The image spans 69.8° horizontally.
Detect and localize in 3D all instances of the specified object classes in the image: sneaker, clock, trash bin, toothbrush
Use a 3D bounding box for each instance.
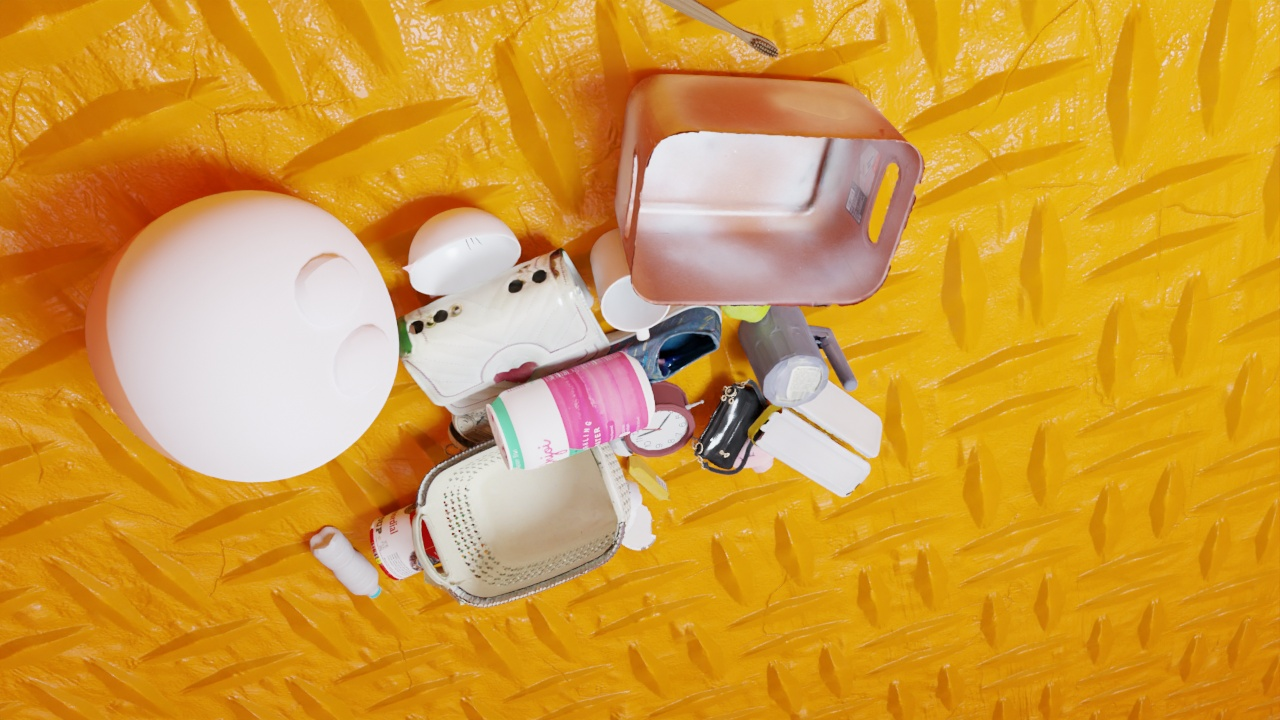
[{"bbox_3d":[-0.006,0.006,1.068,0.236,0.079,0.087,-26,130,10],"label":"sneaker"},{"bbox_3d":[-0.193,0.071,1.101,0.093,0.054,0.141,27,118,-30],"label":"clock"},{"bbox_3d":[0.108,-0.169,0.893,0.259,0.157,0.182,-2,130,-12],"label":"trash bin"},{"bbox_3d":[0.060,-0.319,0.848,0.166,0.016,0.016,19,122,-25],"label":"toothbrush"},{"bbox_3d":[0.008,0.077,1.152,0.137,0.048,0.096,-8,131,-7],"label":"clock"}]

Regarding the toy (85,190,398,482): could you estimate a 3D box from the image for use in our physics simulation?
[{"bbox_3d":[-0.370,-0.024,0.859,0.281,0.264,0.263,-2,120,27],"label":"toy"}]

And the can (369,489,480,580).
[{"bbox_3d":[-0.278,0.224,1.190,0.116,0.086,0.087,-24,131,8],"label":"can"}]

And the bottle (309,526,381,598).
[{"bbox_3d":[-0.393,0.278,1.241,0.044,0.044,0.136,-20,131,5],"label":"bottle"}]

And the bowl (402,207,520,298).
[{"bbox_3d":[-0.184,-0.117,0.928,0.114,0.050,0.115,-20,163,-7],"label":"bowl"}]

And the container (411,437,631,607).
[{"bbox_3d":[-0.130,0.173,1.091,0.252,0.143,0.184,-23,87,13],"label":"container"}]

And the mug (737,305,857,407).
[{"bbox_3d":[0.187,-0.005,1.084,0.124,0.103,0.084,7,127,-17],"label":"mug"}]

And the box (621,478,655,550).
[{"bbox_3d":[-0.035,0.193,1.221,0.165,0.084,0.095,18,136,-17],"label":"box"}]

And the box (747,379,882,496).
[{"bbox_3d":[0.234,0.090,1.182,0.209,0.045,0.128,31,83,-33],"label":"box"}]

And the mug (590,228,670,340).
[{"bbox_3d":[-0.009,-0.074,0.992,0.074,0.090,0.111,-14,131,-1],"label":"mug"}]

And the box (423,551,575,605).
[{"bbox_3d":[-0.174,0.271,1.199,0.186,0.139,0.030,-9,94,-30],"label":"box"}]

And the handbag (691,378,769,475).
[{"bbox_3d":[0.112,0.082,1.148,0.079,0.054,0.128,21,99,-55],"label":"handbag"}]

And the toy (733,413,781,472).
[{"bbox_3d":[0.165,0.114,1.220,0.108,0.053,0.105,-32,144,13],"label":"toy"}]

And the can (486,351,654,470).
[{"bbox_3d":[-0.074,0.054,0.978,0.165,0.088,0.088,-19,133,-15],"label":"can"}]

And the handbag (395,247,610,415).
[{"bbox_3d":[-0.144,-0.028,0.978,0.198,0.096,0.142,-22,149,6],"label":"handbag"}]

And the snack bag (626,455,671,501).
[{"bbox_3d":[0.010,0.160,1.238,0.020,0.026,0.099,-32,130,15],"label":"snack bag"}]

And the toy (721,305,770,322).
[{"bbox_3d":[0.112,-0.094,1.033,0.117,0.043,0.092,27,118,-28],"label":"toy"}]
